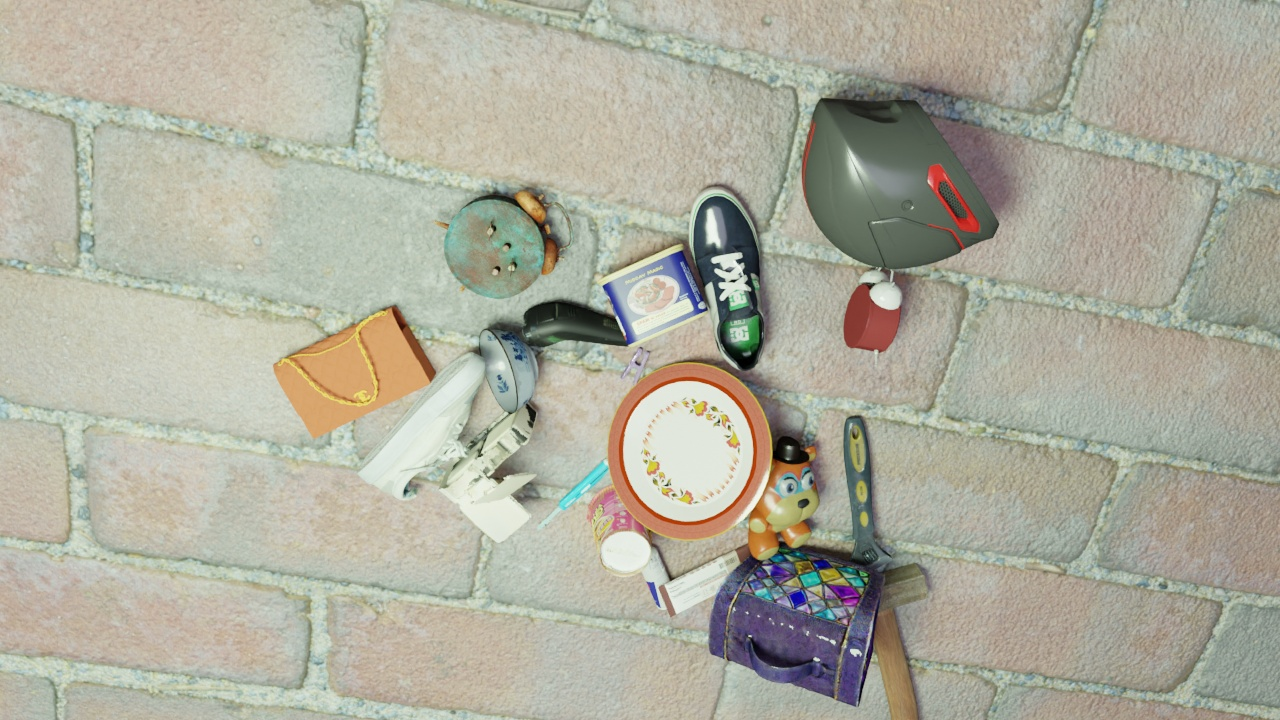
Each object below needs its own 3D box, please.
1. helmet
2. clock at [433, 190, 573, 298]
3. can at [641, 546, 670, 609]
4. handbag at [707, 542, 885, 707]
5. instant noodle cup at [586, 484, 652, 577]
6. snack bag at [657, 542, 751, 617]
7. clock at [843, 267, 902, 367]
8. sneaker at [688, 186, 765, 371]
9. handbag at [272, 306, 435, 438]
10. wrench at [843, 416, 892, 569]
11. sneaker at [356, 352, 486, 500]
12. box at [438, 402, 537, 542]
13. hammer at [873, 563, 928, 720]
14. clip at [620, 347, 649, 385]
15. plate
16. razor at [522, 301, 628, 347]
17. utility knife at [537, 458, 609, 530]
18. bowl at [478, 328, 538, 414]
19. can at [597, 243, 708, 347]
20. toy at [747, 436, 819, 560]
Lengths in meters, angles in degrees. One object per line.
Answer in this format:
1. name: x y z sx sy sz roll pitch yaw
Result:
1. helmet: 0.284 -0.201 1.075 0.170 0.164 0.264 -34 118 20
2. clock: -0.160 -0.144 1.115 0.157 0.073 0.121 -16 111 1
3. can: 0.023 0.312 1.320 0.032 0.032 0.095 -20 111 4
4. handbag: 0.214 0.356 1.228 0.205 0.221 0.126 13 112 26
5. instant noodle cup: -0.023 0.235 1.248 0.097 0.108 0.098 -2 111 -4
6. snack bag: 0.104 0.314 1.323 0.157 0.013 0.057 -25 110 -9
7. clock: 0.298 -0.063 1.169 0.044 0.087 0.125 10 112 -8
8. sneaker: 0.115 -0.099 1.147 0.084 0.079 0.235 -12 110 2
9. handbag: -0.367 0.015 1.171 0.172 0.060 0.109 -25 106 6
10. wrench: 0.310 0.209 1.292 0.073 0.022 0.273 -9 104 0
11. sneaker: -0.262 0.091 1.192 0.090 0.089 0.243 39 110 -16
12. box: -0.173 0.160 1.161 0.144 0.192 0.106 -41 106 18
13. hammer: 0.376 0.459 1.397 0.158 0.037 0.301 -17 111 3
14. clip: -0.005 0.008 1.215 0.035 0.013 0.052 28 103 -14
15. plate: 0.063 0.117 1.195 0.230 0.021 0.229 -3 83 25
16. razor: -0.077 -0.037 1.180 0.151 0.053 0.067 9 136 -15
17. utility knife: -0.090 0.188 1.277 0.152 0.015 0.022 -44 133 14
18. bowl: -0.161 0.007 1.163 0.045 0.114 0.114 -19 113 -25
19. can: 0.018 -0.079 1.145 0.116 0.056 0.092 -24 91 5
20. toy: 0.192 0.185 1.253 0.112 0.096 0.176 -14 109 -28
